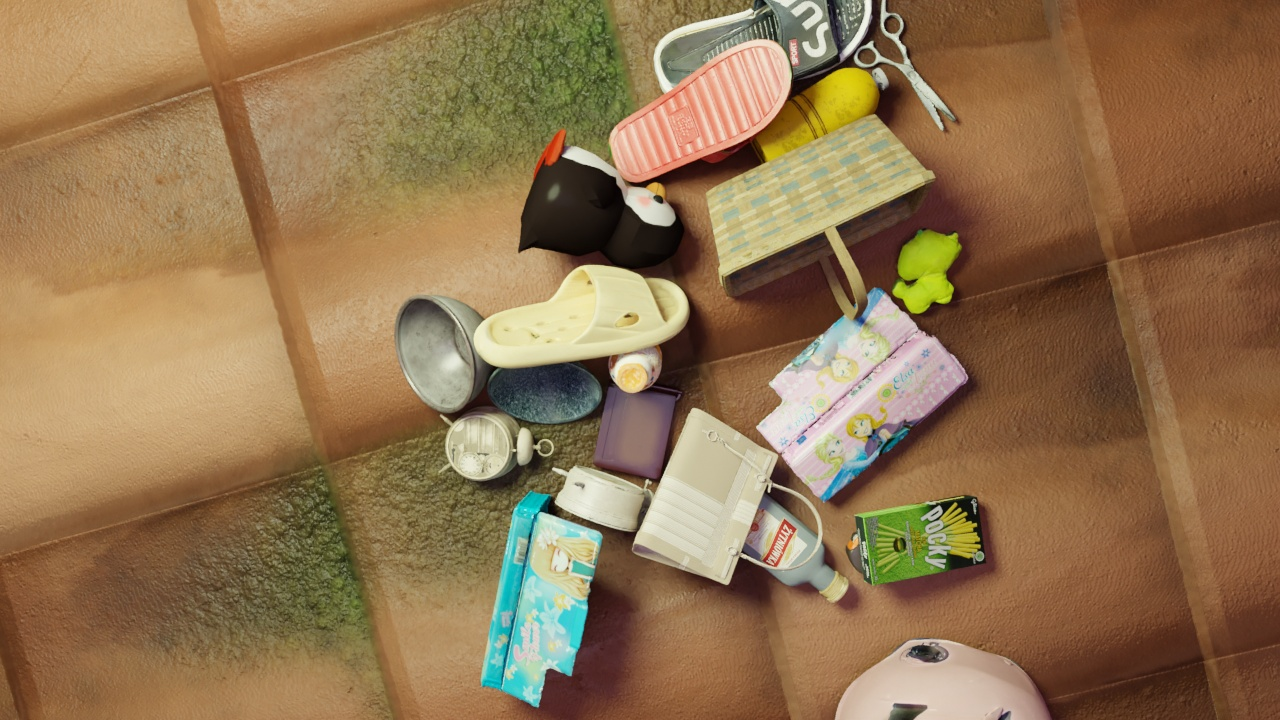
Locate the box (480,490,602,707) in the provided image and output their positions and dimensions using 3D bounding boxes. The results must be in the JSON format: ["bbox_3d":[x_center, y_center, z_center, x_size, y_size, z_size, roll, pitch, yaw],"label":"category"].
[{"bbox_3d":[-0.132,0.284,1.090,0.085,0.170,0.227,9,95,-30],"label":"box"}]

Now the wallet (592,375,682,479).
[{"bbox_3d":[-0.005,0.083,1.137,0.091,0.018,0.115,12,93,4],"label":"wallet"}]

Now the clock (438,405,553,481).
[{"bbox_3d":[-0.178,0.105,1.131,0.141,0.054,0.093,2,94,6],"label":"clock"}]

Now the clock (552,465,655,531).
[{"bbox_3d":[-0.026,0.167,1.111,0.156,0.103,0.061,20,88,-23],"label":"clock"}]

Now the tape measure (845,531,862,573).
[{"bbox_3d":[0.281,0.231,1.113,0.059,0.038,0.058,-19,92,5],"label":"tape measure"}]

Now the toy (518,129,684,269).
[{"bbox_3d":[-0.042,-0.159,1.065,0.184,0.159,0.140,21,82,-15],"label":"toy"}]

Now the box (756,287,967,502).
[{"bbox_3d":[0.255,0.041,1.093,0.230,0.062,0.160,-43,90,6],"label":"box"}]

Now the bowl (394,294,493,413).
[{"bbox_3d":[-0.224,-0.015,1.103,0.145,0.067,0.145,17,117,36],"label":"bowl"}]

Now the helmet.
[{"bbox_3d":[0.359,0.462,1.074,0.255,0.152,0.230,5,97,10],"label":"helmet"}]

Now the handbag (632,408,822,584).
[{"bbox_3d":[0.115,0.178,1.070,0.198,0.062,0.175,23,69,5],"label":"handbag"}]

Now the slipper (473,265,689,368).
[{"bbox_3d":[-0.061,-0.058,1.046,0.261,0.111,0.079,-14,136,-18],"label":"slipper"}]

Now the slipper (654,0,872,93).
[{"bbox_3d":[0.145,-0.375,1.073,0.264,0.063,0.111,-14,93,8],"label":"slipper"}]

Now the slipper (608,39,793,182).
[{"bbox_3d":[0.074,-0.280,1.058,0.249,0.059,0.103,-23,92,35],"label":"slipper"}]

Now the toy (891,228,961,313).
[{"bbox_3d":[0.340,-0.108,1.089,0.094,0.036,0.093,-25,97,12],"label":"toy"}]

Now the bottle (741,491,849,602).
[{"bbox_3d":[0.181,0.231,1.117,0.161,0.046,0.072,39,95,1],"label":"bottle"}]

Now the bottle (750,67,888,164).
[{"bbox_3d":[0.211,-0.285,1.070,0.164,0.071,0.071,-31,91,6],"label":"bottle"}]

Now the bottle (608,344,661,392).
[{"bbox_3d":[-0.006,0.006,1.082,0.063,0.109,0.063,1,104,2],"label":"bottle"}]

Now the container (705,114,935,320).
[{"bbox_3d":[0.208,-0.137,1.040,0.250,0.157,0.186,-24,81,5],"label":"container"}]

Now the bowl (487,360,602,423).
[{"bbox_3d":[-0.114,0.017,1.109,0.137,0.137,0.057,-3,54,4],"label":"bowl"}]

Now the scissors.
[{"bbox_3d":[0.323,-0.351,1.084,0.161,0.014,0.118,27,96,5],"label":"scissors"}]

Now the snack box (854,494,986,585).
[{"bbox_3d":[0.333,0.212,1.092,0.147,0.025,0.080,-8,90,-12],"label":"snack box"}]
